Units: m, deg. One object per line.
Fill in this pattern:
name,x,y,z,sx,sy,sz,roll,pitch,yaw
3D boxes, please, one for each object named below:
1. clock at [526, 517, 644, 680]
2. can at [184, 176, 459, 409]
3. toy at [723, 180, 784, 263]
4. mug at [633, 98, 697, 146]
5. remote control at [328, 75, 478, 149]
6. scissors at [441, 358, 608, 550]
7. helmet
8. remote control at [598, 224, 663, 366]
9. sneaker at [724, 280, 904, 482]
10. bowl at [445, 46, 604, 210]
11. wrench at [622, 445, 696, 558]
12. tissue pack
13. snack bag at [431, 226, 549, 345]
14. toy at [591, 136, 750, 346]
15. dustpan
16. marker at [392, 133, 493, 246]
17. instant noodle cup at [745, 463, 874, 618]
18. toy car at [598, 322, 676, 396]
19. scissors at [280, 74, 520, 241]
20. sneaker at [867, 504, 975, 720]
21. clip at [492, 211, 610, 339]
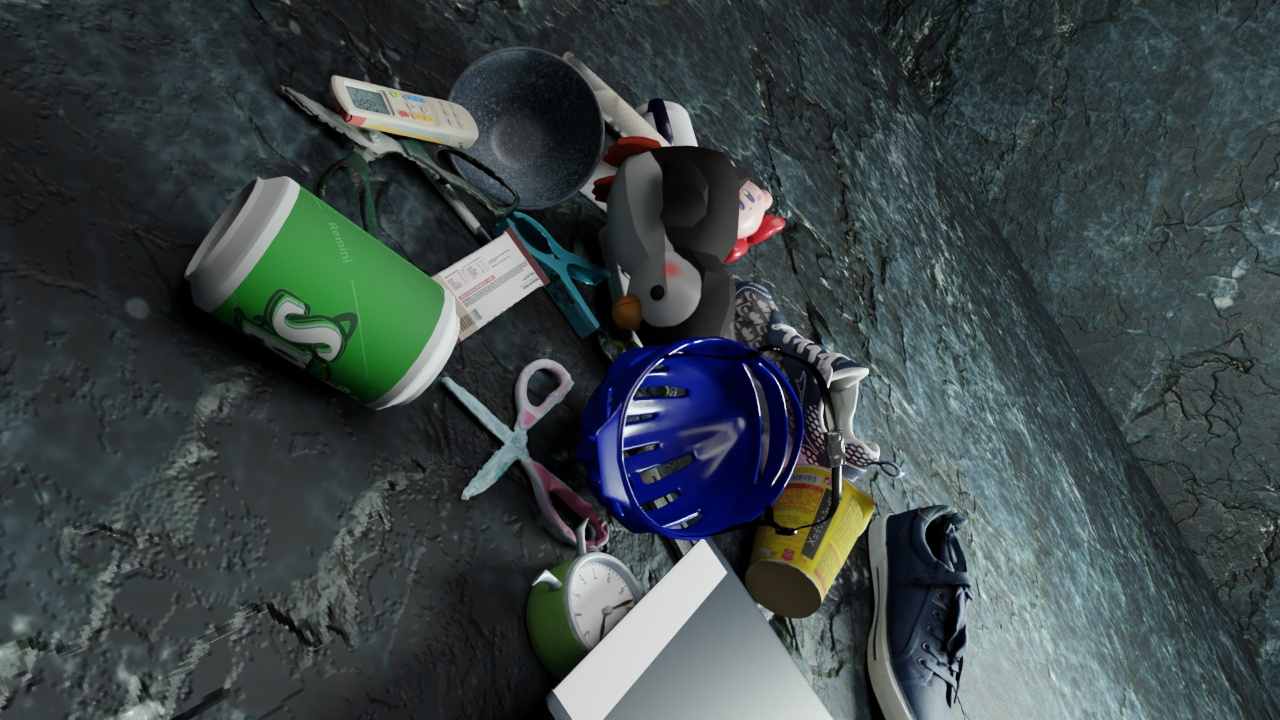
clock,-0.029,0.177,0.612,0.119,0.043,0.094,55,33,-4
can,-0.183,-0.037,0.540,0.140,0.088,0.087,37,37,-30
toy,0.086,-0.181,1.071,0.124,0.097,0.131,-35,103,-19
mug,0.024,-0.225,0.976,0.112,0.078,0.096,81,-4,-62
remote control,-0.179,-0.189,0.702,0.125,0.018,0.038,-1,57,-48
scissors,-0.077,0.061,0.675,0.170,0.013,0.176,44,35,-18
helmet,0.070,0.054,0.664,0.240,0.228,0.148,-8,93,-49
remote control,0.000,-0.066,0.884,0.074,0.019,0.151,20,48,-45
sneaker,0.169,0.021,0.935,0.103,0.133,0.269,12,53,-47
bowl,-0.103,-0.196,0.798,0.137,0.137,0.057,53,-8,-8
wrench,0.050,0.175,0.754,0.273,0.010,0.069,60,32,4
tissue pack,-0.038,-0.209,0.886,0.181,0.104,0.071,34,54,-30
snack bag,-0.126,-0.052,0.691,0.057,0.013,0.157,55,39,-9
toy,0.040,-0.086,0.804,0.140,0.159,0.184,-2,75,-14
dustpan,0.048,0.289,0.604,0.273,0.080,0.235,56,29,4
marker,-0.159,-0.140,0.735,0.152,0.011,0.011,52,32,-11
instant noodle cup,0.142,0.166,0.822,0.100,0.101,0.112,50,43,-13
toy car,-0.005,0.005,0.805,0.090,0.027,0.038,44,24,-5
scissors,-0.178,-0.126,0.678,0.201,0.015,0.205,26,46,-30
sneaker,0.300,0.257,0.924,0.120,0.128,0.293,44,36,-23
clip,-0.078,-0.077,0.782,0.116,0.026,0.097,40,33,-27
